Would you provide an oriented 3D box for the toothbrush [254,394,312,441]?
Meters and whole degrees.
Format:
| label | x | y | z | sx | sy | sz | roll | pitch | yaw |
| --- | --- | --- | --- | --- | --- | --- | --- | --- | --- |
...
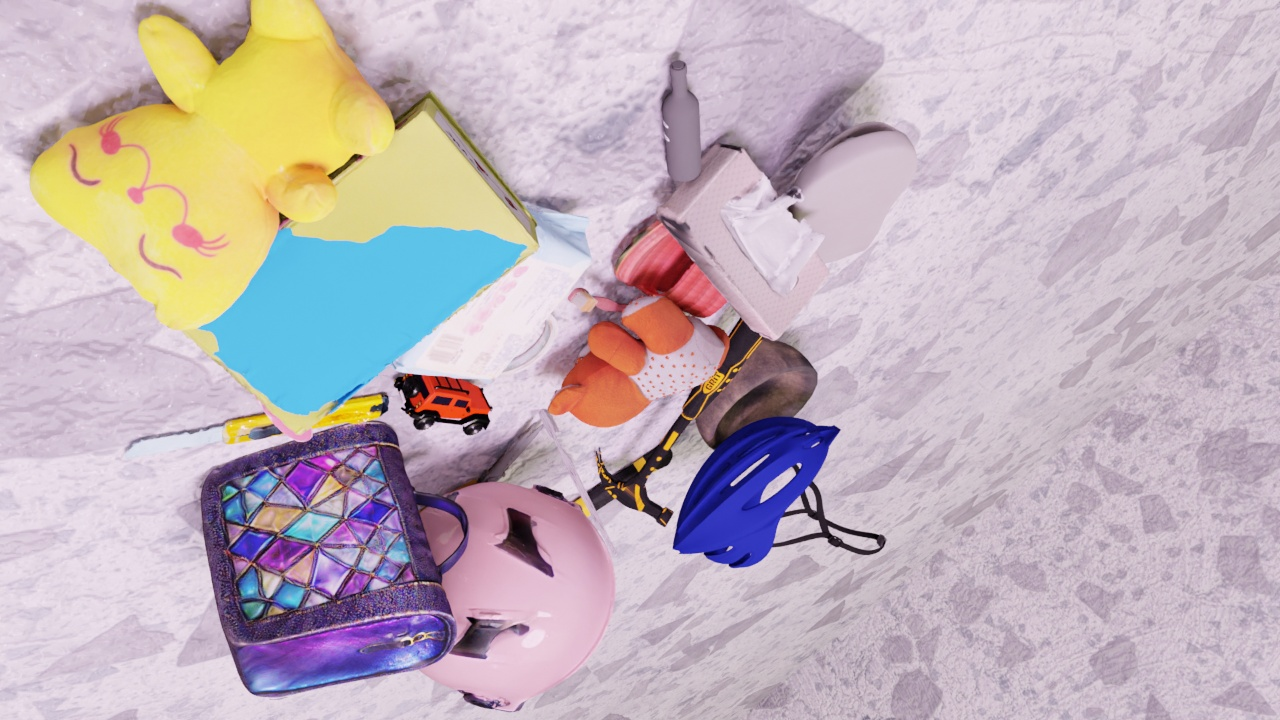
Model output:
| label | x | y | z | sx | sy | sz | roll | pitch | yaw |
| --- | --- | --- | --- | --- | --- | --- | --- | --- | --- |
| toothbrush | -0.303 | 0.032 | 0.747 | 0.021 | 0.016 | 0.135 | -40 | 144 | -13 |

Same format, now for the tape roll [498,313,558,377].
| label | x | y | z | sx | sy | sz | roll | pitch | yaw |
| --- | --- | --- | --- | --- | --- | --- | --- | --- | --- |
| tape roll | -0.122 | -0.019 | 0.867 | 0.093 | 0.013 | 0.093 | -25 | 149 | -16 |

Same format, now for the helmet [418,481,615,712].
| label | x | y | z | sx | sy | sz | roll | pitch | yaw |
| --- | --- | --- | --- | --- | --- | --- | --- | --- | --- |
| helmet | -0.155 | 0.224 | 0.939 | 0.152 | 0.256 | 0.229 | 44 | 65 | -45 |

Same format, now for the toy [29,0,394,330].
| label | x | y | z | sx | sy | sz | roll | pitch | yaw |
| --- | --- | --- | --- | --- | --- | --- | --- | --- | --- |
| toy | -0.240 | -0.123 | 0.531 | 0.194 | 0.134 | 0.087 | -41 | -167 | 4 |

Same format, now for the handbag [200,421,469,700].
| label | x | y | z | sx | sy | sz | roll | pitch | yaw |
| --- | --- | --- | --- | --- | --- | --- | --- | --- | --- |
| handbag | -0.265 | 0.177 | 0.831 | 0.221 | 0.204 | 0.126 | -12 | 144 | -23 |

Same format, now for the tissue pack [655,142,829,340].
| label | x | y | z | sx | sy | sz | roll | pitch | yaw |
| --- | --- | --- | --- | --- | --- | --- | --- | --- | --- |
| tissue pack | 0.106 | -0.108 | 0.839 | 0.104 | 0.071 | 0.181 | -48 | 125 | -6 |

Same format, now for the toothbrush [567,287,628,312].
| label | x | y | z | sx | sy | sz | roll | pitch | yaw |
| --- | --- | --- | --- | --- | --- | --- | --- | --- | --- |
| toothbrush | -0.031 | -0.051 | 0.849 | 0.015 | 0.015 | 0.184 | -50 | 170 | 9 |

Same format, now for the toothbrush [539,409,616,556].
| label | x | y | z | sx | sy | sz | roll | pitch | yaw |
| --- | --- | --- | --- | --- | --- | --- | --- | --- | --- |
| toothbrush | -0.064 | 0.127 | 0.966 | 0.010 | 0.181 | 0.010 | -42 | 153 | 23 |

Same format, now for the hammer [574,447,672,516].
| label | x | y | z | sx | sy | sz | roll | pitch | yaw |
| --- | --- | --- | --- | --- | --- | --- | --- | --- | --- |
| hammer | -0.096 | 0.206 | 1.207 | 0.324 | 0.034 | 0.170 | -34 | 149 | -3 |

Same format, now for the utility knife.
| label | x | y | z | sx | sy | sz | roll | pitch | yaw |
| --- | --- | --- | --- | --- | --- | --- | --- | --- | --- |
| utility knife | -0.320 | 0.057 | 0.788 | 0.218 | 0.019 | 0.031 | -8 | 132 | -32 |

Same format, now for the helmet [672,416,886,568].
| label | x | y | z | sx | sy | sz | roll | pitch | yaw |
| --- | --- | --- | --- | --- | --- | --- | --- | --- | --- |
| helmet | 0.172 | 0.185 | 1.104 | 0.241 | 0.227 | 0.147 | -48 | -177 | 3 |

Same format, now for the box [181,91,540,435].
| label | x | y | z | sx | sy | sz | roll | pitch | yaw |
| --- | --- | --- | --- | --- | --- | --- | --- | --- | --- |
| box | -0.190 | -0.064 | 0.625 | 0.221 | 0.082 | 0.124 | -38 | 114 | 9 |

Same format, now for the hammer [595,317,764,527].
| label | x | y | z | sx | sy | sz | roll | pitch | yaw |
| --- | --- | --- | --- | --- | --- | --- | --- | --- | --- |
| hammer | 0.053 | 0.060 | 1.064 | 0.321 | 0.123 | 0.036 | -57 | 176 | 31 |

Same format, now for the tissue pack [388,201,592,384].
| label | x | y | z | sx | sy | sz | roll | pitch | yaw |
| --- | --- | --- | --- | --- | --- | --- | --- | --- | --- |
| tissue pack | -0.127 | -0.060 | 0.749 | 0.182 | 0.070 | 0.112 | -49 | 147 | 20 |

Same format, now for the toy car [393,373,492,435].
| label | x | y | z | sx | sy | sz | roll | pitch | yaw |
| --- | --- | --- | --- | --- | --- | --- | --- | --- | --- |
| toy car | -0.179 | 0.034 | 0.851 | 0.049 | 0.051 | 0.100 | -45 | 148 | 22 |

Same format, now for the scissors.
| label | x | y | z | sx | sy | sz | roll | pitch | yaw |
| --- | --- | --- | --- | --- | --- | --- | --- | --- | --- |
| scissors | -0.174 | 0.145 | 1.052 | 0.228 | 0.016 | 0.134 | -42 | 148 | 14 |

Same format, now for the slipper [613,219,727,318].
| label | x | y | z | sx | sy | sz | roll | pitch | yaw |
| --- | --- | --- | --- | --- | --- | --- | --- | --- | --- |
| slipper | 0.079 | -0.088 | 0.918 | 0.248 | 0.059 | 0.104 | 3 | 135 | -48 |

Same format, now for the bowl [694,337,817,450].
| label | x | y | z | sx | sy | sz | roll | pitch | yaw |
| --- | --- | --- | --- | --- | --- | --- | --- | --- | --- |
| bowl | 0.134 | 0.037 | 1.139 | 0.162 | 0.070 | 0.162 | -24 | 149 | -16 |

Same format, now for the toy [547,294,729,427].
| label | x | y | z | sx | sy | sz | roll | pitch | yaw |
| --- | --- | --- | --- | --- | --- | --- | --- | --- | --- |
| toy | -0.005 | 0.005 | 0.919 | 0.173 | 0.092 | 0.163 | -31 | 157 | 20 |

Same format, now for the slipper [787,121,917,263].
| label | x | y | z | sx | sy | sz | roll | pitch | yaw |
| --- | --- | --- | --- | --- | --- | --- | --- | --- | --- |
| slipper | 0.195 | -0.173 | 0.905 | 0.113 | 0.080 | 0.266 | -13 | 165 | 4 |

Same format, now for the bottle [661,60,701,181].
| label | x | y | z | sx | sy | sz | roll | pitch | yaw |
| --- | --- | --- | --- | --- | --- | --- | --- | --- | --- |
| bottle | 0.033 | -0.195 | 0.744 | 0.030 | 0.030 | 0.113 | -27 | 150 | -11 |
